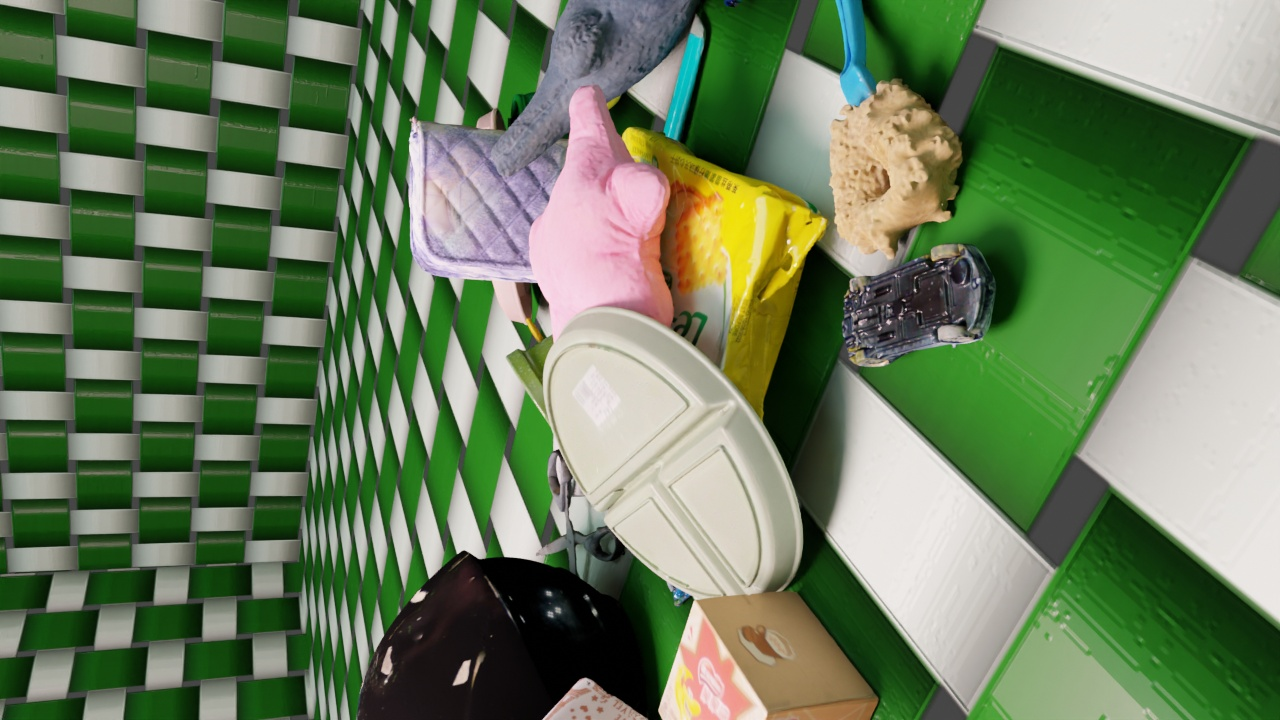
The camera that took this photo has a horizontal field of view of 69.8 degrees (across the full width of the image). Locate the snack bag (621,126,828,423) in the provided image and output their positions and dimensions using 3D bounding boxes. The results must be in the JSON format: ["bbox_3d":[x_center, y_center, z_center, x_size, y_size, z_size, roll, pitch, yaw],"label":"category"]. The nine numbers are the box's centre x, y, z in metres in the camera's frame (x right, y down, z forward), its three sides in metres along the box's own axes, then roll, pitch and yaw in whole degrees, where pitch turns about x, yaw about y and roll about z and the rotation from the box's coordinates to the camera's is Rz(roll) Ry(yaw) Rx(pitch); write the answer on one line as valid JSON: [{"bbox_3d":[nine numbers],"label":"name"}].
[{"bbox_3d":[0.040,-0.067,0.651,0.246,0.068,0.158,46,128,56],"label":"snack bag"}]

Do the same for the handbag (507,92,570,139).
[{"bbox_3d":[-0.100,-0.208,0.964,0.120,0.068,0.131,124,139,-64],"label":"handbag"}]

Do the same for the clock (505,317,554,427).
[{"bbox_3d":[-0.057,0.039,0.799,0.161,0.056,0.116,50,173,44],"label":"clock"}]

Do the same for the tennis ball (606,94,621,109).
[{"bbox_3d":[-0.046,-0.260,0.848,0.065,0.065,0.065,2,90,64],"label":"tennis ball"}]

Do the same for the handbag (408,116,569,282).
[{"bbox_3d":[-0.111,-0.139,0.825,0.076,0.193,0.134,168,104,-65],"label":"handbag"}]

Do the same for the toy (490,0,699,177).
[{"bbox_3d":[-0.008,-0.289,0.703,0.091,0.137,0.357,45,130,11],"label":"toy"}]

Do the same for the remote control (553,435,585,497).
[{"bbox_3d":[-0.065,0.059,0.905,0.058,0.021,0.150,-9,80,58],"label":"remote control"}]

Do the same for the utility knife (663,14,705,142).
[{"bbox_3d":[0.026,-0.182,0.752,0.029,0.013,0.193,-129,49,-56],"label":"utility knife"}]

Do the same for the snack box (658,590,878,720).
[{"bbox_3d":[0.072,0.206,0.549,0.092,0.077,0.094,52,132,54],"label":"snack box"}]

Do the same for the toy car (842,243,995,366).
[{"bbox_3d":[0.143,-0.027,0.475,0.106,0.031,0.049,158,111,-63],"label":"toy car"}]

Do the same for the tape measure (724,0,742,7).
[{"bbox_3d":[0.075,-0.287,0.648,0.058,0.025,0.054,-41,49,51],"label":"tape measure"}]

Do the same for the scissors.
[{"bbox_3d":[-0.062,0.173,0.879,0.159,0.014,0.177,19,116,52],"label":"scissors"}]

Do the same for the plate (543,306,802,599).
[{"bbox_3d":[0.011,0.071,0.615,0.230,0.027,0.231,34,142,31],"label":"plate"}]

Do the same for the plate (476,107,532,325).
[{"bbox_3d":[-0.146,-0.150,0.978,0.229,0.028,0.229,169,94,-88],"label":"plate"}]

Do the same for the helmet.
[{"bbox_3d":[-0.127,0.297,0.781,0.274,0.230,0.234,-50,23,-12],"label":"helmet"}]

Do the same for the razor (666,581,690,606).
[{"bbox_3d":[0.017,0.121,0.734,0.043,0.022,0.142,-52,42,47],"label":"razor"}]

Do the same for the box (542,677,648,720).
[{"bbox_3d":[-0.013,0.363,0.613,0.178,0.088,0.263,27,127,26],"label":"box"}]

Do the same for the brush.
[{"bbox_3d":[0.126,-0.174,0.527,0.083,0.045,0.254,128,141,-56],"label":"brush"}]

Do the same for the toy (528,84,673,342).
[{"bbox_3d":[-0.028,-0.069,0.634,0.178,0.074,0.195,60,143,31],"label":"toy"}]
